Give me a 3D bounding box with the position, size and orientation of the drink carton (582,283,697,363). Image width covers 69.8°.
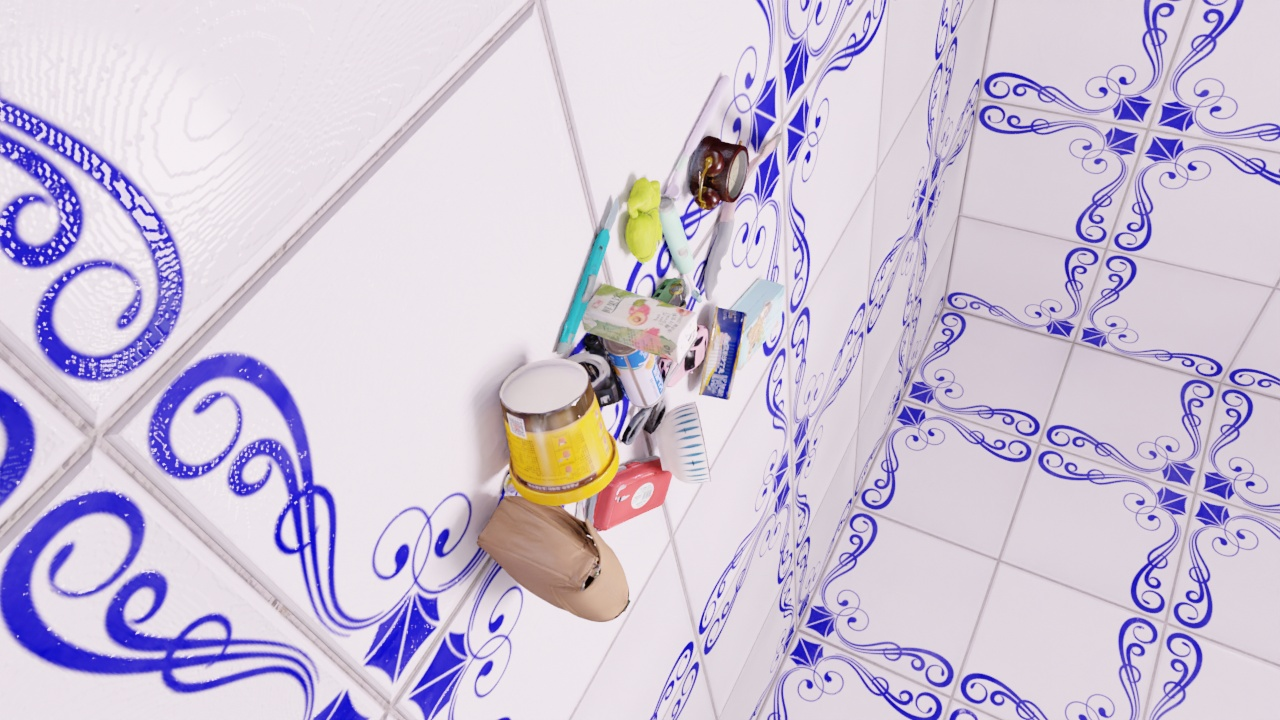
[{"bbox_3d":[0.000,-0.042,1.045,0.053,0.122,0.046,-57,154,-33],"label":"drink carton"}]

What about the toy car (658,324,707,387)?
[{"bbox_3d":[0.065,-0.006,1.319,0.122,0.037,0.056,-46,145,-42],"label":"toy car"}]

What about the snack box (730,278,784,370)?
[{"bbox_3d":[0.180,-0.061,1.506,0.174,0.052,0.074,-45,145,-44],"label":"snack box"}]

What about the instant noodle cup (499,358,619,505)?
[{"bbox_3d":[-0.089,0.070,0.954,0.118,0.119,0.115,-49,141,-40],"label":"instant noodle cup"}]

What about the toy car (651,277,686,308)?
[{"bbox_3d":[0.031,-0.068,1.197,0.091,0.036,0.043,-59,155,-27],"label":"toy car"}]

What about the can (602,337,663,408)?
[{"bbox_3d":[-0.007,0.007,1.151,0.053,0.053,0.135,-60,154,-23],"label":"can"}]

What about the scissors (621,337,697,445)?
[{"bbox_3d":[0.028,0.047,1.258,0.177,0.014,0.159,-49,161,-17],"label":"scissors"}]

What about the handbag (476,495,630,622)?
[{"bbox_3d":[-0.088,0.216,1.015,0.099,0.148,0.205,-60,159,-19],"label":"handbag"}]

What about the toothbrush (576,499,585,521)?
[{"bbox_3d":[-0.070,0.172,1.182,0.016,0.017,0.188,-31,134,-56],"label":"toothbrush"}]

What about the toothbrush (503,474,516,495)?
[{"bbox_3d":[-0.100,0.145,1.083,0.189,0.020,0.029,15,98,-62],"label":"toothbrush"}]

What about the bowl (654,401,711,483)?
[{"bbox_3d":[0.057,0.121,1.303,0.116,0.066,0.116,-4,83,-89],"label":"bowl"}]

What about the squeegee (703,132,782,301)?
[{"bbox_3d":[0.133,-0.205,1.310,0.247,0.040,0.250,-54,166,-79],"label":"squeegee"}]

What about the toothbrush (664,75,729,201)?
[{"bbox_3d":[0.074,-0.282,1.153,0.021,0.029,0.189,32,74,-27],"label":"toothbrush"}]

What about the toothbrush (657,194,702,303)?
[{"bbox_3d":[0.053,-0.140,1.205,0.026,0.027,0.224,-29,149,-1],"label":"toothbrush"}]

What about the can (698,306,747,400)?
[{"bbox_3d":[0.125,-0.009,1.399,0.074,0.049,0.148,-72,172,-62],"label":"can"}]

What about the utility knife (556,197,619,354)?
[{"bbox_3d":[-0.056,-0.093,1.020,0.029,0.013,0.186,20,89,-67],"label":"utility knife"}]

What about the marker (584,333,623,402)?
[{"bbox_3d":[-0.044,0.012,1.116,0.132,0.020,0.022,69,30,-55],"label":"marker"}]

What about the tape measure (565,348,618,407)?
[{"bbox_3d":[-0.062,0.023,1.027,0.034,0.066,0.065,79,-3,-48],"label":"tape measure"}]

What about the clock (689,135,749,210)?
[{"bbox_3d":[0.098,-0.242,1.188,0.121,0.055,0.082,-44,146,-51],"label":"clock"}]

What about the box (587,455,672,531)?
[{"bbox_3d":[-0.017,0.186,1.291,0.200,0.047,0.087,-7,114,-64],"label":"box"}]

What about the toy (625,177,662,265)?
[{"bbox_3d":[0.004,-0.163,1.077,0.096,0.031,0.100,-8,110,-64],"label":"toy"}]
